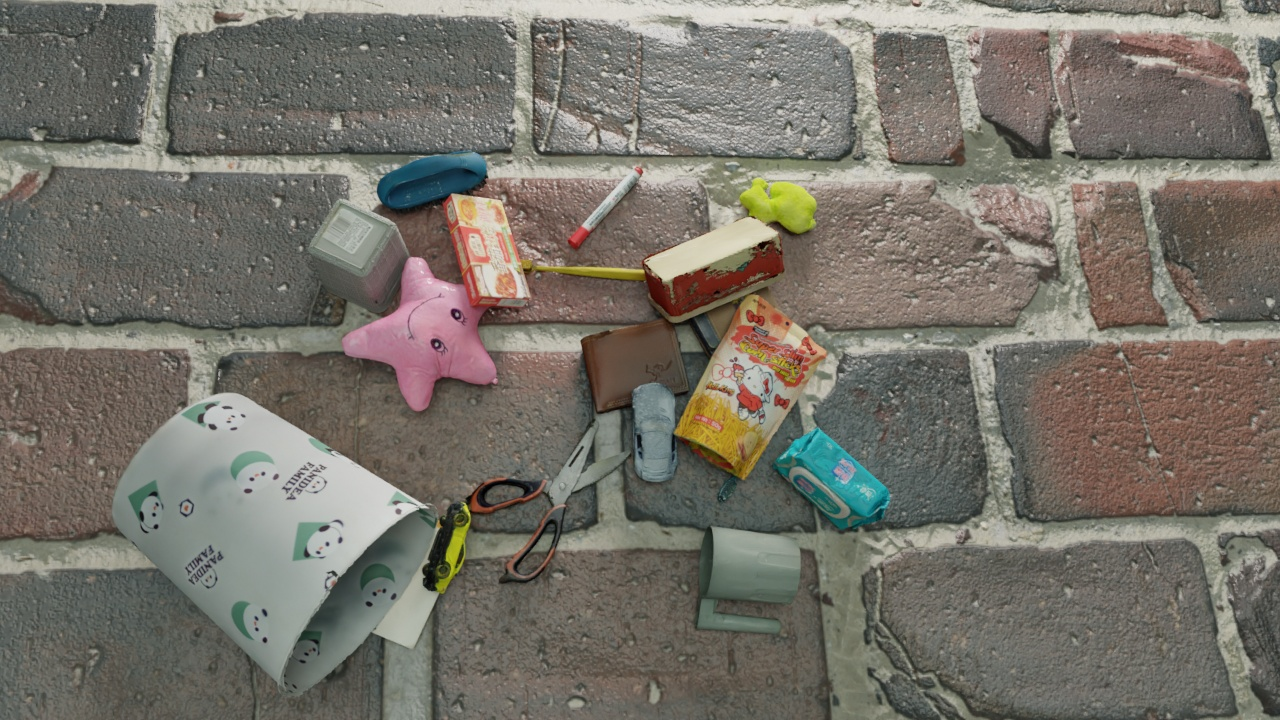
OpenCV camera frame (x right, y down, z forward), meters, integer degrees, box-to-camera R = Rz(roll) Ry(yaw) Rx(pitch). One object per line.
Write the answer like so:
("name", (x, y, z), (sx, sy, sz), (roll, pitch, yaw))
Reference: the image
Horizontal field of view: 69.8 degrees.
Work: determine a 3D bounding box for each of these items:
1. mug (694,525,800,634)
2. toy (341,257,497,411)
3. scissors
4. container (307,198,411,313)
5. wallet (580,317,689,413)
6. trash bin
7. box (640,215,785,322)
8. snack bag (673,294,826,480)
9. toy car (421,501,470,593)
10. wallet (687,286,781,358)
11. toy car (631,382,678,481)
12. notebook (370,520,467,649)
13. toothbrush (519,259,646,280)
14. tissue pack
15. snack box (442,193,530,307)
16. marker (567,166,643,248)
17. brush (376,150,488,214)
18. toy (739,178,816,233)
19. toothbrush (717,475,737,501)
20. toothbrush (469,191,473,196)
("mug", (0.123, 0.259, 1.071), (0.103, 0.083, 0.124), (7, 99, -5))
("toy", (-0.241, -0.033, 1.116), (0.178, 0.075, 0.194), (37, 63, -6))
("scissors", (-0.112, 0.167, 1.099), (0.226, 0.015, 0.188), (-4, 74, -7))
("container", (-0.340, -0.128, 1.112), (0.090, 0.114, 0.090), (25, 72, 1))
("wallet", (-0.007, 0.007, 1.152), (0.124, 0.032, 0.101), (-13, 78, -9))
("trash bin", (-0.382, 0.176, 0.955), (0.252, 0.230, 0.229), (33, 72, 10))
("box", (0.092, -0.123, 1.157), (0.168, 0.078, 0.091), (-24, 34, -12))
("snack bag", (0.134, 0.033, 1.130), (0.128, 0.073, 0.207), (34, 75, -6))
("toy car", (-0.217, 0.213, 1.047), (0.032, 0.048, 0.105), (25, 69, -28))
("wallet", (0.124, -0.054, 1.184), (0.115, 0.033, 0.090), (-24, 76, -16))
("toy car", (0.017, 0.087, 1.117), (0.054, 0.037, 0.120), (-2, 88, -8))
("notebook", (-0.325, 0.226, 1.061), (0.206, 0.010, 0.145), (23, 72, 1))
("toothbrush", (-0.069, -0.117, 1.189), (0.190, 0.017, 0.015), (4, 73, -5))
("tissue pack", (0.229, 0.147, 1.101), (0.133, 0.093, 0.050), (42, 69, 7))
("snack box", (-0.193, -0.137, 1.150), (0.075, 0.026, 0.152), (1, 61, -40))
("marker", (-0.045, -0.204, 1.218), (0.017, 0.017, 0.145), (38, 73, 6))
("brush", (-0.267, -0.232, 1.168), (0.144, 0.073, 0.055), (-16, 78, -2))
("toy", (0.189, -0.210, 1.237), (0.100, 0.031, 0.096), (-20, 74, -11))
("toothbrush", (0.151, 0.097, 1.146), (0.016, 0.018, 0.191), (38, 73, -10))
("toothbrush", (-0.223, -0.179, 1.194), (0.017, 0.012, 0.185), (-7, 74, -2))
